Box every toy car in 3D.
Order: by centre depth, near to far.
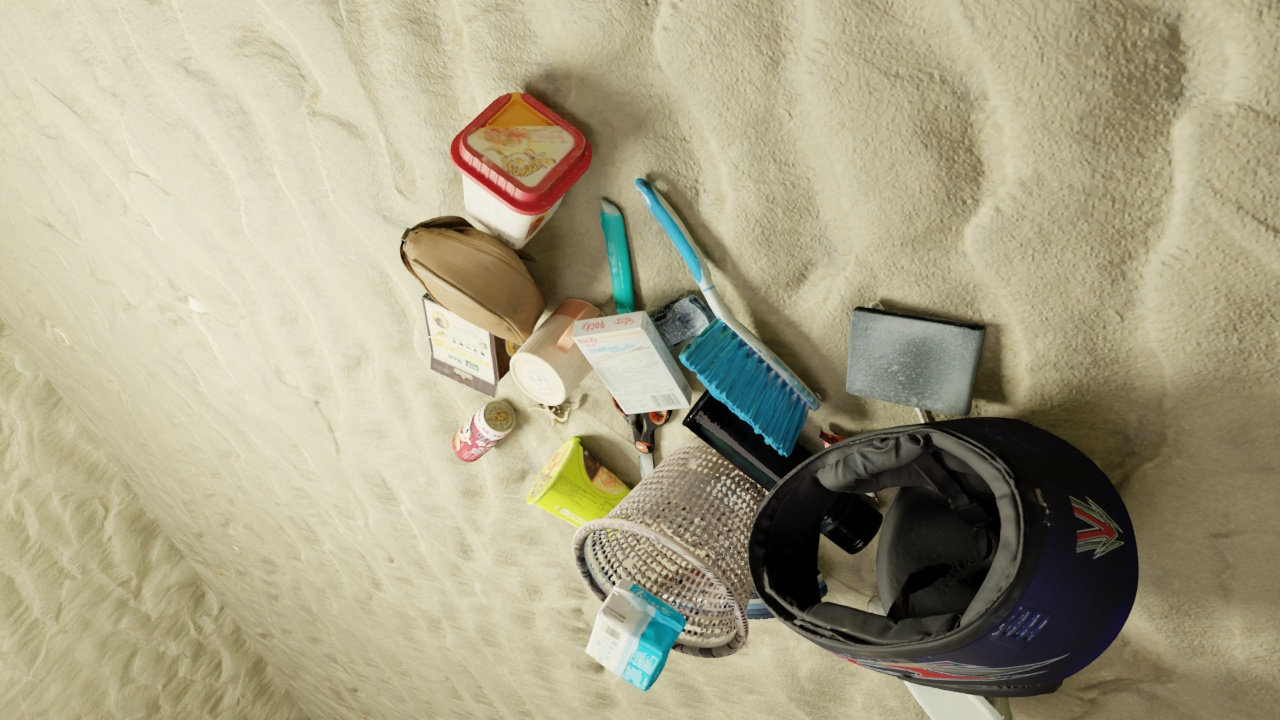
[{"bbox_3d":[0.037,-0.039,1.007,0.049,0.031,0.106,50,141,-12],"label":"toy car"}]

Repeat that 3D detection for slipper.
[{"bbox_3d":[0.129,0.284,1.207,0.253,0.104,0.095,-15,89,38],"label":"slipper"}]

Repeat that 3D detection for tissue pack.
[{"bbox_3d":[-0.005,0.314,1.050,0.090,0.063,0.140,30,140,13],"label":"tissue pack"}]

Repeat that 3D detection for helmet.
[{"bbox_3d":[0.290,0.183,0.855,0.240,0.246,0.316,23,152,-38],"label":"helmet"}]

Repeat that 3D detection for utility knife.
[{"bbox_3d":[-0.021,-0.083,1.023,0.029,0.013,0.220,14,133,25],"label":"utility knife"}]

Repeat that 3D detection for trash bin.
[{"bbox_3d":[0.062,0.208,1.097,0.228,0.191,0.228,22,138,20],"label":"trash bin"}]

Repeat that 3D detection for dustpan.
[{"bbox_3d":[0.346,0.389,1.056,0.143,0.257,0.223,-16,120,19],"label":"dustpan"}]

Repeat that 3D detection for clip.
[{"bbox_3d":[-0.113,0.065,1.227,0.074,0.034,0.101,46,146,-10],"label":"clip"}]

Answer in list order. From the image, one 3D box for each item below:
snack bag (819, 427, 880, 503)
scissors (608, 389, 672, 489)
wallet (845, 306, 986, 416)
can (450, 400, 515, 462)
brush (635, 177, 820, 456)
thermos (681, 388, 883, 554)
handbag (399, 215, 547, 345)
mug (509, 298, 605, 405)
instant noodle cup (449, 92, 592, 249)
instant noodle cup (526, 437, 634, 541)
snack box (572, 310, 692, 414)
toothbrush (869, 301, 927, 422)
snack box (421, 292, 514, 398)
[{"bbox_3d":[0.229,0.114,1.004,0.105,0.026,0.045,53,172,-21],"label":"snack bag"},{"bbox_3d":[0.015,0.104,1.171,0.139,0.021,0.235,-1,127,38],"label":"scissors"},{"bbox_3d":[0.256,0.000,0.866,0.121,0.019,0.097,11,126,21],"label":"wallet"},{"bbox_3d":[-0.231,0.104,1.341,0.053,0.053,0.133,44,141,-6],"label":"can"},{"bbox_3d":[0.075,-0.040,0.945,0.314,0.109,0.060,43,179,-13],"label":"brush"},{"bbox_3d":[0.156,0.126,1.045,0.242,0.068,0.090,40,149,-1],"label":"thermos"},{"bbox_3d":[-0.181,-0.092,1.043,0.148,0.099,0.204,28,171,7],"label":"handbag"},{"bbox_3d":[-0.085,-0.017,1.065,0.081,0.105,0.115,40,142,-2],"label":"mug"},{"bbox_3d":[-0.126,-0.187,0.936,0.116,0.116,0.124,37,153,3],"label":"instant noodle cup"},{"bbox_3d":[-0.074,0.184,1.262,0.123,0.111,0.112,37,142,-11],"label":"instant noodle cup"},{"bbox_3d":[-0.006,0.006,1.032,0.085,0.026,0.157,-7,141,22],"label":"snack box"},{"bbox_3d":[0.258,0.018,0.898,0.016,0.016,0.180,-13,119,32],"label":"toothbrush"},{"bbox_3d":[-0.227,-0.028,1.209,0.113,0.053,0.126,23,139,19],"label":"snack box"}]
